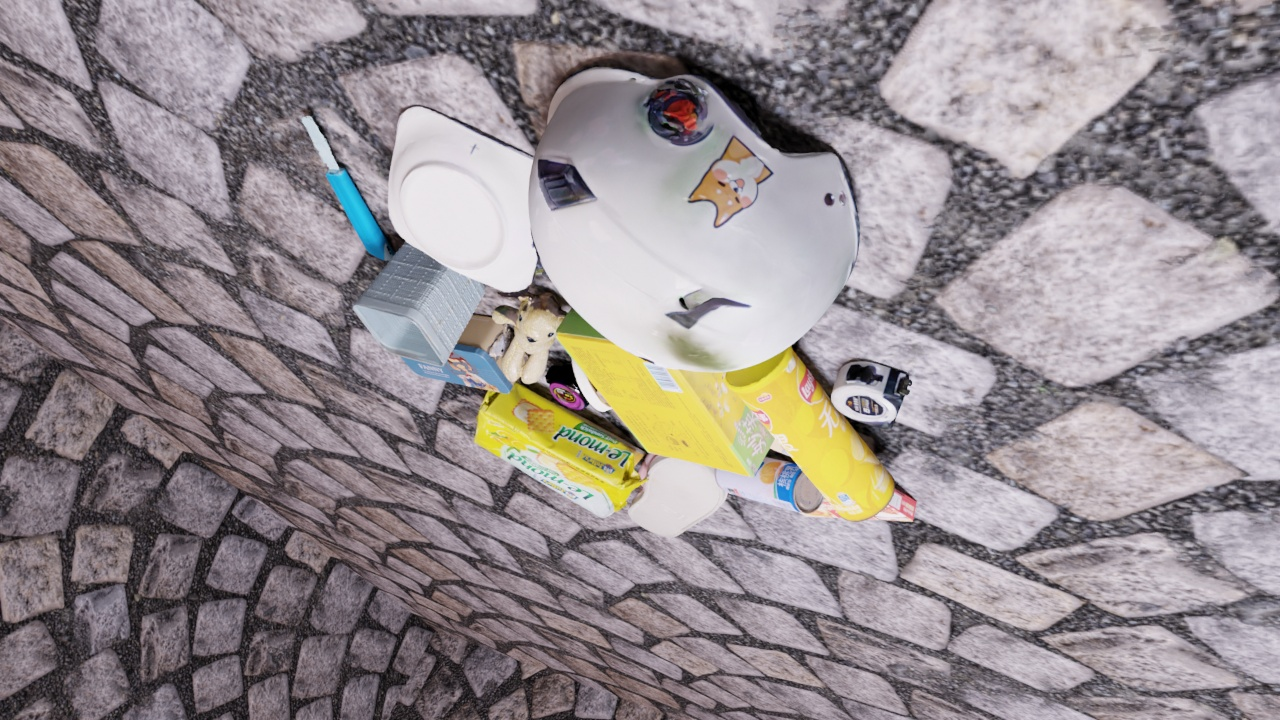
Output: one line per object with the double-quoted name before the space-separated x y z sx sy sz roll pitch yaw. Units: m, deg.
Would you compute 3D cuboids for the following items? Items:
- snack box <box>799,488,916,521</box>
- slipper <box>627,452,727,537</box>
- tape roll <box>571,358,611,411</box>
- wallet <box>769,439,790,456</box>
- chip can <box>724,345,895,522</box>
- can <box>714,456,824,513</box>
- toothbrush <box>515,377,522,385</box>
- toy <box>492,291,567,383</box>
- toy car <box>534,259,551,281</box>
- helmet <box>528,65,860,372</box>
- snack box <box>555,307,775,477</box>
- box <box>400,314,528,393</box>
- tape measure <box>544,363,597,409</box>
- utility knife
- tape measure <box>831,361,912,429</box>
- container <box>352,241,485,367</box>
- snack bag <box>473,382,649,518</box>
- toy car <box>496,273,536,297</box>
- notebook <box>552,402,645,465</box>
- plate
"snack box" 0.233 0.161 1.064 0.075 0.025 0.153 32 155 -35
"slipper" 0.049 0.171 1.231 0.114 0.054 0.275 27 150 1
"tape roll" -0.049 0.014 1.019 0.014 0.085 0.086 -21 132 21
"wallet" 0.179 0.087 1.007 0.115 0.024 0.087 23 157 9
"chip can" 0.171 0.070 0.911 0.072 0.071 0.213 -8 132 48
"can" 0.149 0.140 1.069 0.135 0.053 0.053 7 148 52
"toothbrush" -0.162 0.051 1.254 0.016 0.016 0.180 30 156 20
"toy" -0.123 -0.022 1.038 0.105 0.066 0.158 24 146 -5
"toy car" -0.071 -0.090 0.906 0.091 0.036 0.043 31 154 -8
"helmet" 0.019 -0.085 0.706 0.274 0.156 0.231 27 152 0
"snack box" 0.030 0.023 0.953 0.158 0.069 0.210 8 146 44
"box" -0.234 -0.016 1.156 0.185 0.061 0.090 6 145 32
"tape measure" -0.081 0.030 1.121 0.057 0.039 0.058 4 140 38
"utility knife" -0.315 -0.181 0.986 0.034 0.018 0.219 20 153 18
"tape measure" 0.215 0.030 0.863 0.066 0.033 0.066 19 150 11
"container" -0.238 -0.068 1.013 0.090 0.111 0.090 14 149 24
"snack bag" -0.111 0.117 1.225 0.246 0.068 0.158 31 155 0
"toy car" -0.170 -0.125 0.932 0.071 0.041 0.156 -7 135 46
"notebook" -0.082 0.130 1.325 0.146 0.010 0.207 29 153 -3
"plate" -0.169 -0.141 0.860 0.164 0.034 0.164 26 134 5
